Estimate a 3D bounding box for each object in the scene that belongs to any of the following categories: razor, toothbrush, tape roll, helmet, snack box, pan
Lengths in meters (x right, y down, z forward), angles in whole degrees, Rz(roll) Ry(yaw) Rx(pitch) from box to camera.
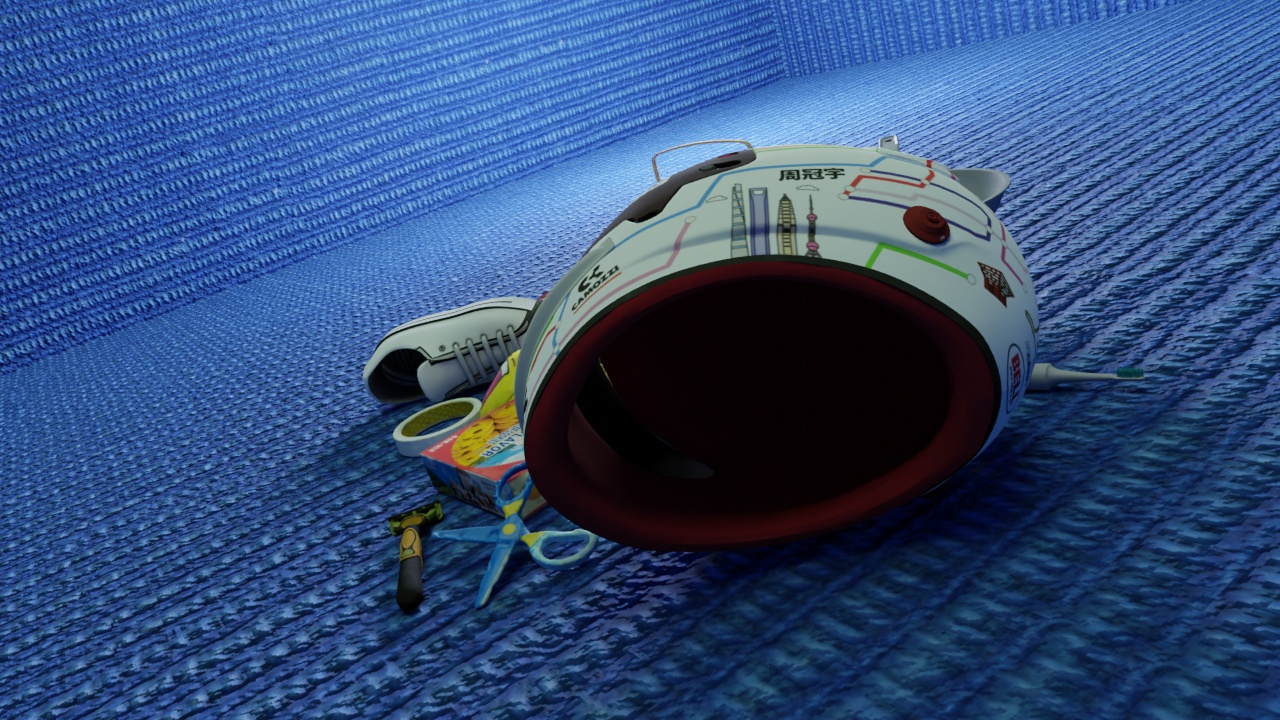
[{"bbox_3d":[-0.170,0.144,0.687,0.044,0.021,0.144,-19,21,-6],"label":"razor"},{"bbox_3d":[0.266,0.011,0.674,0.188,0.019,0.018,0,28,41],"label":"toothbrush"},{"bbox_3d":[-0.203,0.067,0.930,0.094,0.019,0.094,-16,19,5],"label":"tape roll"},{"bbox_3d":[0.082,-0.018,0.586,0.314,0.231,0.235,-9,27,3],"label":"helmet"},{"bbox_3d":[-0.091,0.072,0.784,0.142,0.040,0.145,-31,23,-34],"label":"snack box"},{"bbox_3d":[0.246,-0.165,0.898,0.201,0.051,0.355,-9,20,19],"label":"pan"}]

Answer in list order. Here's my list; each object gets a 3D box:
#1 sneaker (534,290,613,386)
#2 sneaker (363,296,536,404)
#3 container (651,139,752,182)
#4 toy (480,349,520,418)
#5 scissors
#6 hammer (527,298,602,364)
[{"bbox_3d":[-0.006,0.005,0.864,0.116,0.091,0.242,-32,43,-24],"label":"sneaker"},{"bbox_3d":[-0.205,0.000,1.027,0.246,0.091,0.097,-8,32,17],"label":"sneaker"},{"bbox_3d":[0.098,-0.204,1.196,0.129,0.167,0.184,-31,23,-34],"label":"container"},{"bbox_3d":[-0.125,0.027,0.905,0.094,0.041,0.095,-53,12,1],"label":"toy"},{"bbox_3d":[-0.087,0.121,0.645,0.130,0.014,0.125,2,45,23],"label":"scissors"},{"bbox_3d":[0.036,-0.048,0.840,0.120,0.033,0.329,23,23,21],"label":"hammer"}]
